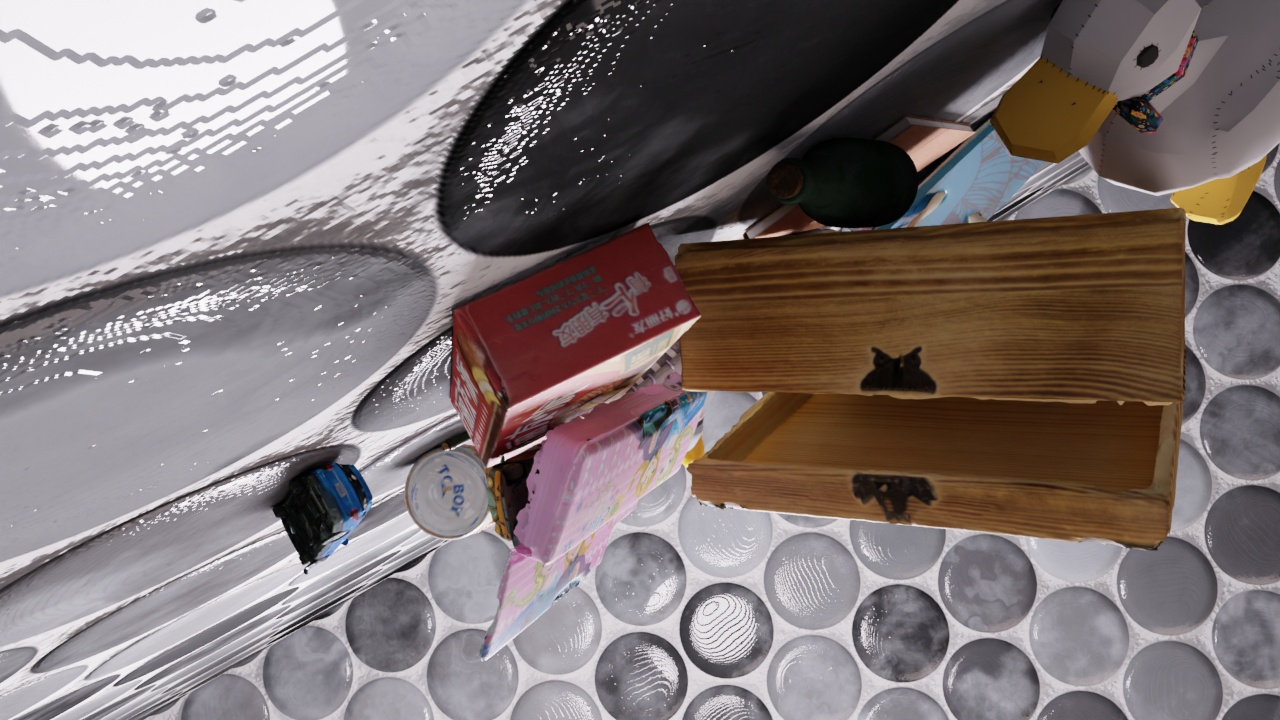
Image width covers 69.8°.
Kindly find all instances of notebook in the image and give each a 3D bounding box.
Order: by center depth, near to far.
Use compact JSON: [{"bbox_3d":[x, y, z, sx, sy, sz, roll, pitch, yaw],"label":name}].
[{"bbox_3d":[0.178,-0.142,0.721,0.142,0.008,0.208,-34,173,32],"label":"notebook"}]

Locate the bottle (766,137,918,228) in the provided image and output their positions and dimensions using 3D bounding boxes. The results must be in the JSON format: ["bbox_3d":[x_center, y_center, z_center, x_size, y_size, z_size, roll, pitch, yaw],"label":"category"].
[{"bbox_3d":[0.113,-0.103,0.530,0.055,0.055,0.173,-34,171,30],"label":"bottle"}]

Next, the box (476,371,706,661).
[{"bbox_3d":[-0.025,0.099,0.627,0.230,0.035,0.159,-21,132,-66],"label":"box"}]

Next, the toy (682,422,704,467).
[{"bbox_3d":[-0.027,0.070,0.991,0.134,0.087,0.194,19,160,-39],"label":"toy"}]

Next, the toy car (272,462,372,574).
[{"bbox_3d":[-0.225,0.110,0.655,0.043,0.056,0.120,-26,171,-39],"label":"toy car"}]

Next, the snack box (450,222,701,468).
[{"bbox_3d":[-0.053,0.003,0.563,0.113,0.060,0.237,-27,173,-17],"label":"snack box"}]

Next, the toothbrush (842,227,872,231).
[{"bbox_3d":[0.308,-0.176,0.966,0.222,0.027,0.026,-28,-144,-14],"label":"toothbrush"}]

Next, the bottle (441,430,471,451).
[{"bbox_3d":[-0.125,0.053,0.797,0.105,0.025,0.025,-27,173,-31],"label":"bottle"}]

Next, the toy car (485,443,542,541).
[{"bbox_3d":[-0.078,0.083,0.604,0.047,0.047,0.111,-9,-176,21],"label":"toy car"}]

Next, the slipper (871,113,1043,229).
[{"bbox_3d":[0.264,-0.097,0.836,0.118,0.060,0.296,20,122,-28],"label":"slipper"}]

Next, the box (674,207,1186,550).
[{"bbox_3d":[0.201,-0.007,0.607,0.280,0.176,0.246,-2,-171,31],"label":"box"}]

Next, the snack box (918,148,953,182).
[{"bbox_3d":[0.276,-0.148,0.897,0.082,0.027,0.151,-21,157,-37],"label":"snack box"}]

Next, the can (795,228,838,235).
[{"bbox_3d":[0.138,-0.076,0.804,0.127,0.064,0.064,-25,172,-38],"label":"can"}]

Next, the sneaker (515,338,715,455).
[{"bbox_3d":[-0.005,0.006,0.775,0.256,0.093,0.161,0,129,-53],"label":"sneaker"}]

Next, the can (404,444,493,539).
[{"bbox_3d":[-0.170,0.120,0.844,0.086,0.086,0.043,-31,174,4],"label":"can"}]

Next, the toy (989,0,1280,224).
[{"bbox_3d":[0.341,-0.189,0.582,0.247,0.141,0.267,-48,145,10],"label":"toy"}]
